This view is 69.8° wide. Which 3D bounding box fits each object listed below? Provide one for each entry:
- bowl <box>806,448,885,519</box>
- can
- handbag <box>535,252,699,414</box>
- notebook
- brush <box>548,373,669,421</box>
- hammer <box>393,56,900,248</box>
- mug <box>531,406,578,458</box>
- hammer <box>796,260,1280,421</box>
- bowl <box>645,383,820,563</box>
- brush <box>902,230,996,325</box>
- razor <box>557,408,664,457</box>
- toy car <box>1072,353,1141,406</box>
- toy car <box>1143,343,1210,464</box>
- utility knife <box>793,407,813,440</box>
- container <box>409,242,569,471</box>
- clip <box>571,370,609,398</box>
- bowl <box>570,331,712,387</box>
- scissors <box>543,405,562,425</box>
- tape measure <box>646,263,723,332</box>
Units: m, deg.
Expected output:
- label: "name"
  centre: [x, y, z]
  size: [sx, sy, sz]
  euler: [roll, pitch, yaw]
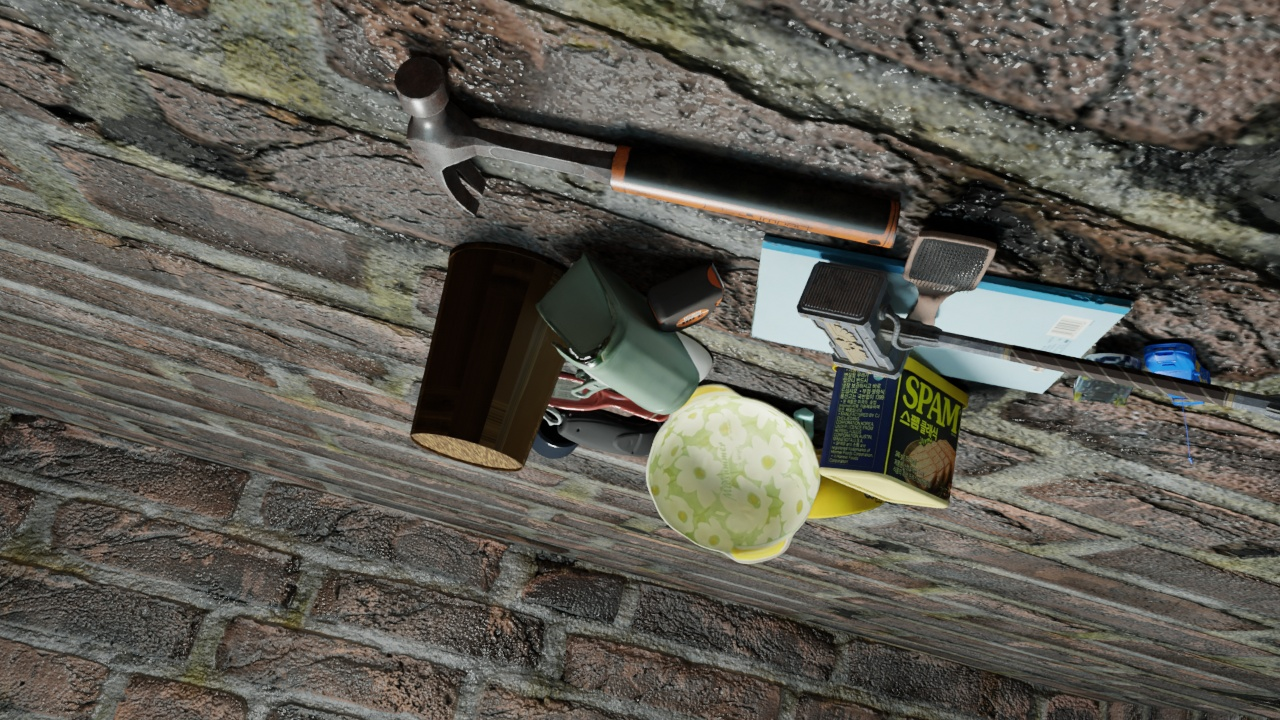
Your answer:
- label: "bowl"
  centre: [0.220, 0.138, 1.065]
  size: [0.117, 0.067, 0.117]
  euler: [-10, 180, 0]
- label: "can"
  centre: [0.222, 0.064, 0.803]
  size: [0.075, 0.104, 0.135]
  euler: [0, 163, 45]
- label: "handbag"
  centre: [-0.020, -0.017, 0.750]
  size: [0.121, 0.067, 0.106]
  euler: [34, -163, -48]
- label: "notebook"
  centre: [0.215, -0.030, 0.715]
  size: [0.253, 0.009, 0.181]
  euler: [12, 160, 8]
- label: "brush"
  centre: [-0.047, 0.043, 1.071]
  size: [0.172, 0.041, 0.030]
  euler: [10, 178, 6]
- label: "hammer"
  centre: [0.007, -0.113, 0.595]
  size: [0.314, 0.035, 0.138]
  euler: [12, 161, 3]
- label: "mug"
  centre: [-0.117, 0.071, 1.158]
  size: [0.105, 0.071, 0.078]
  euler: [42, 159, 1]
- label: "hammer"
  centre: [0.264, 0.000, 0.588]
  size: [0.322, 0.044, 0.098]
  euler: [15, 164, 35]
- label: "bowl"
  centre: [0.104, 0.118, 1.026]
  size: [0.189, 0.219, 0.060]
  euler: [-18, -166, 15]
- label: "brush"
  centre: [0.204, -0.048, 0.635]
  size: [0.050, 0.015, 0.136]
  euler: [12, 160, 10]
- label: "razor"
  centre: [-0.035, 0.082, 1.114]
  size: [0.140, 0.053, 0.063]
  euler: [13, -159, -28]
- label: "toy car"
  centre: [0.357, 0.012, 0.703]
  size: [0.039, 0.027, 0.090]
  euler: [9, 163, 20]
- label: "toy car"
  centre: [0.398, 0.032, 0.678]
  size: [0.033, 0.061, 0.092]
  euler: [-5, 153, 43]
- label: "utility knife"
  centre: [0.189, 0.081, 1.044]
  size: [0.022, 0.015, 0.166]
  euler: [7, 163, 15]
- label: "container"
  centre: [-0.128, 0.003, 0.807]
  size: [0.132, 0.167, 0.132]
  euler: [13, 161, 4]
- label: "clip"
  centre: [-0.053, 0.022, 1.021]
  size: [0.023, 0.042, 0.076]
  euler: [24, 159, -22]
- label: "bowl"
  centre: [-0.005, 0.005, 0.916]
  size: [0.149, 0.043, 0.150]
  euler: [13, 161, 4]
- label: "scissors"
  centre: [-0.153, 0.042, 1.071]
  size: [0.141, 0.014, 0.158]
  euler: [33, 145, 9]
- label: "tape measure"
  centre: [0.035, -0.051, 0.730]
  size: [0.058, 0.038, 0.059]
  euler: [-25, 167, 1]
